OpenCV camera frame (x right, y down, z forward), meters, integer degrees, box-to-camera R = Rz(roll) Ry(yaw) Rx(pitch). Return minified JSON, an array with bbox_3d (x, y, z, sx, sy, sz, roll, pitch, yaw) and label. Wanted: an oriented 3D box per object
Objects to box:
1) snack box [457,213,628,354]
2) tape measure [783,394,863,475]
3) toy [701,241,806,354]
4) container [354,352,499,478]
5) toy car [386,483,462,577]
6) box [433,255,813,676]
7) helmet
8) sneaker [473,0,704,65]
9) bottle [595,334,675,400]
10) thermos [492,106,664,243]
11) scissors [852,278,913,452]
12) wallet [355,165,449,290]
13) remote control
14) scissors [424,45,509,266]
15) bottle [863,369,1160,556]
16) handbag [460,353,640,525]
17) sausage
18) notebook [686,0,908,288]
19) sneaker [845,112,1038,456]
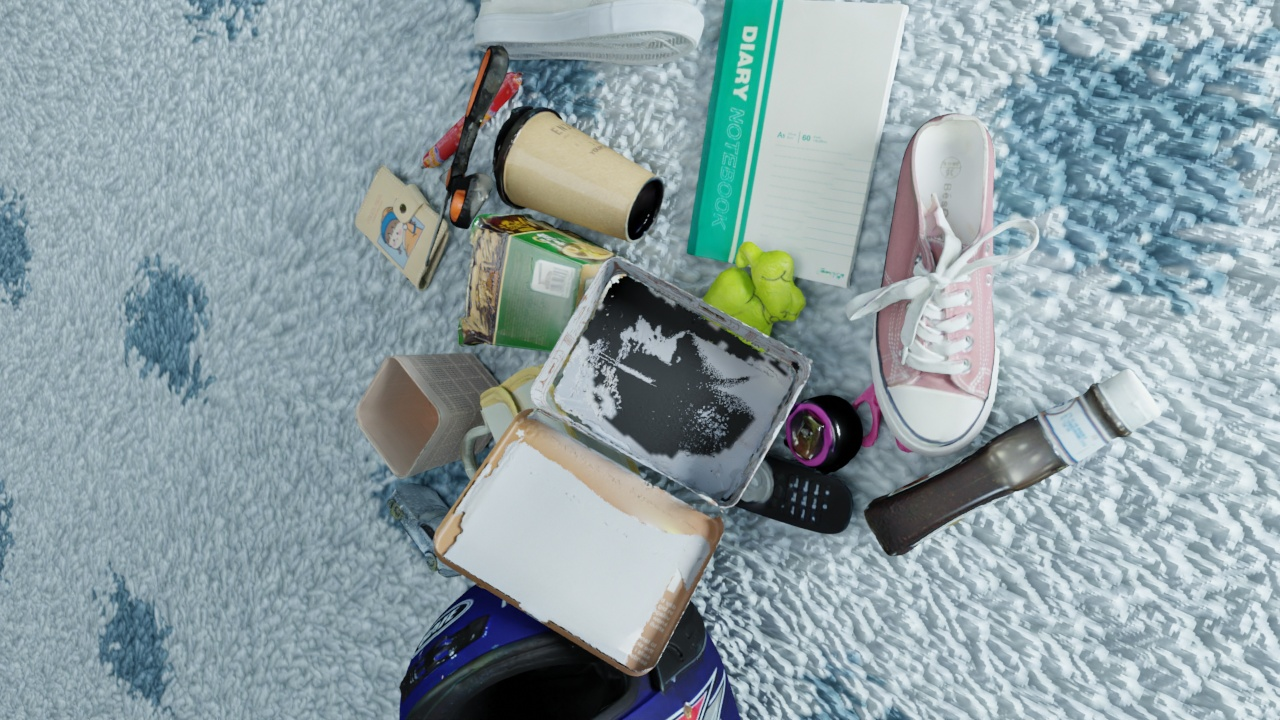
[{"bbox_3d":[-0.079,-0.061,0.801,0.106,0.117,0.118,17,107,26],"label":"snack box"},{"bbox_3d":[0.139,0.056,0.707,0.057,0.039,0.058,42,127,38],"label":"tape measure"},{"bbox_3d":[0.086,-0.045,0.739,0.100,0.031,0.097,-14,97,37],"label":"toy"},{"bbox_3d":[-0.196,0.047,0.889,0.090,0.110,0.090,47,117,20],"label":"container"},{"bbox_3d":[-0.211,0.172,0.948,0.120,0.054,0.037,44,119,23],"label":"toy car"},{"bbox_3d":[-0.011,0.072,0.675,0.179,0.110,0.259,28,86,5],"label":"box"},{"bbox_3d":[-0.069,0.276,0.710,0.248,0.315,0.240,-45,67,16],"label":"helmet"},{"bbox_3d":[-0.044,-0.304,0.771,0.243,0.089,0.091,15,99,37],"label":"sneaker"},{"bbox_3d":[-0.005,0.005,0.789,0.109,0.063,0.063,-32,78,35],"label":"bottle"},{"bbox_3d":[-0.055,-0.157,0.793,0.143,0.092,0.093,27,109,20],"label":"thermos"},{"bbox_3d":[0.182,0.002,0.698,0.073,0.017,0.137,-6,88,42],"label":"scissors"},{"bbox_3d":[-0.246,-0.141,0.955,0.115,0.024,0.087,44,121,22],"label":"wallet"},{"bbox_3d":[0.111,0.103,0.747,0.137,0.024,0.053,15,105,32],"label":"remote control"},{"bbox_3d":[-0.157,-0.171,0.823,0.220,0.021,0.235,-115,43,-57],"label":"scissors"},{"bbox_3d":[0.248,0.071,0.622,0.195,0.079,0.044,-36,72,27],"label":"bottle"},{"bbox_3d":[-0.095,0.096,0.808,0.179,0.063,0.163,-26,87,38],"label":"handbag"},{"bbox_3d":[-0.166,-0.231,0.894,0.156,0.020,0.020,-34,77,31],"label":"sausage"},{"bbox_3d":[0.116,-0.174,0.721,0.150,0.012,0.209,16,105,32],"label":"notebook"},{"bbox_3d":[0.202,-0.050,0.624,0.118,0.087,0.241,5,96,20],"label":"sneaker"}]
